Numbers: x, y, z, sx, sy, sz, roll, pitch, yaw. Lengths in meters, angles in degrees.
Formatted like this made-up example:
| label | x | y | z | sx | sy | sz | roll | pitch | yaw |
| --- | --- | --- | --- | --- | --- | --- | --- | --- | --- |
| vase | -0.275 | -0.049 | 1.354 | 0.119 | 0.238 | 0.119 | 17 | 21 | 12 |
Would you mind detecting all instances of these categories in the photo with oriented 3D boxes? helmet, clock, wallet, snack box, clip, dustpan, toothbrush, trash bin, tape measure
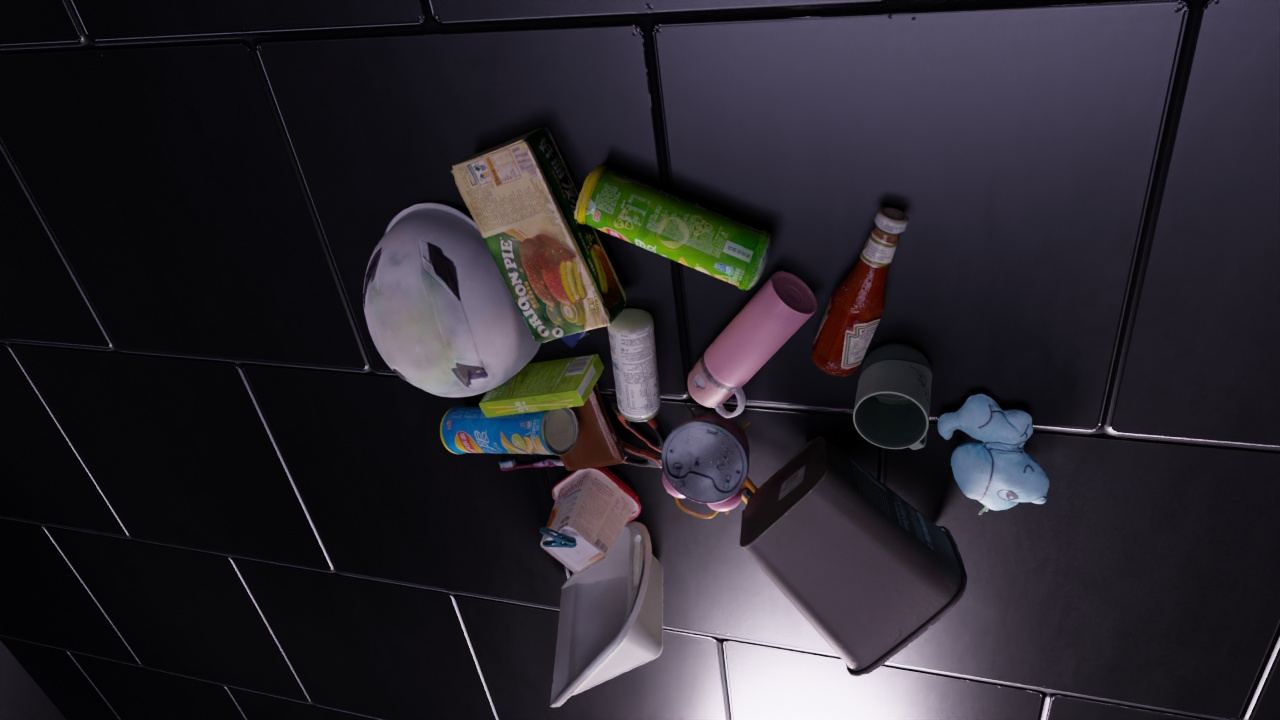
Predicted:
| label | x | y | z | sx | sy | sz | roll | pitch | yaw |
| --- | --- | --- | --- | --- | --- | --- | --- | --- | --- |
| helmet | -0.259 | -0.056 | 1.177 | 0.229 | 0.145 | 0.259 | -4 | 124 | 23 |
| clock | 0.087 | 0.143 | 1.230 | 0.117 | 0.059 | 0.159 | 16 | 111 | 12 |
| wallet | -0.081 | 0.095 | 1.288 | 0.101 | 0.032 | 0.124 | -13 | 109 | 32 |
| snack box | -0.118 | -0.145 | 1.092 | 0.115 | 0.063 | 0.240 | -13 | 114 | 29 |
| clip | -0.115 | 0.250 | 1.281 | 0.055 | 0.013 | 0.034 | 12 | 129 | 17 |
| dustpan | -0.061 | 0.362 | 1.384 | 0.258 | 0.222 | 0.142 | -24 | 127 | 21 |
| toothbrush | -0.134 | 0.149 | 1.374 | 0.188 | 0.016 | 0.017 | -9 | 112 | 27 |
| snack box | -0.134 | 0.034 | 1.238 | 0.157 | 0.085 | 0.026 | -8 | 123 | 25 |
| trash bin | 0.259 | 0.235 | 1.167 | 0.220 | 0.198 | 0.199 | 44 | 107 | -5 |
| tape measure | -0.092 | -0.051 | 1.195 | 0.058 | 0.025 | 0.055 | 43 | 127 | -9 |

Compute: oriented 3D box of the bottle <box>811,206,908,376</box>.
| label | x | y | z | sx | sy | sz | roll | pitch | yaw |
| --- | --- | --- | --- | --- | --- | --- | --- | --- | --- |
| bottle | 0.247 | -0.075 | 1.027 | 0.060 | 0.059 | 0.207 | 19 | 128 | 7 |

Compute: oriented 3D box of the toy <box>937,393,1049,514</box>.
| label | x | y | z | sx | sy | sz | roll | pitch | yaw |
| --- | --- | --- | --- | --- | --- | --- | --- | --- | --- |
| toy | 0.429 | 0.120 | 1.114 | 0.161 | 0.049 | 0.157 | 22 | 126 | 6 |

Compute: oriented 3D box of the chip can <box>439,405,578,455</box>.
| label | x | y | z | sx | sy | sz | roll | pitch | yaw |
| --- | --- | --- | --- | --- | --- | --- | --- | --- | --- |
| chip can | -0.187 | 0.098 | 1.287 | 0.211 | 0.071 | 0.071 | -3 | 126 | 39 |

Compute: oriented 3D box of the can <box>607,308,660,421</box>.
| label | x | y | z | sx | sy | sz | roll | pitch | yaw |
| --- | --- | --- | --- | --- | --- | --- | --- | --- | --- |
| can | -0.007 | 0.007 | 1.186 | 0.058 | 0.058 | 0.147 | 6 | 128 | 17 |

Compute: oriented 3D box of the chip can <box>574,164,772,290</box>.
| label | x | y | z | sx | sy | sz | roll | pitch | yaw |
| --- | --- | --- | --- | --- | --- | --- | --- | --- | --- |
| chip can | 0.039 | -0.149 | 1.039 | 0.221 | 0.072 | 0.073 | 23 | 131 | 4 |

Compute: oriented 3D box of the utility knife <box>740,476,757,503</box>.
| label | x | y | z | sx | sy | sz | roll | pitch | yaw |
| --- | --- | --- | --- | --- | --- | --- | --- | --- | --- |
| utility knife | 0.157 | 0.188 | 1.264 | 0.033 | 0.015 | 0.218 | -39 | 95 | 26 |

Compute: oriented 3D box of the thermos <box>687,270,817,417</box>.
| label | x | y | z | sx | sy | sz | roll | pitch | yaw |
| --- | --- | --- | --- | --- | --- | --- | --- | --- | --- |
| thermos | 0.133 | -0.011 | 1.106 | 0.087 | 0.067 | 0.199 | 56 | 132 | 21 |

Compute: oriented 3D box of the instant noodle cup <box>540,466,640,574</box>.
| label | x | y | z | sx | sy | sz | roll | pitch | yaw |
| --- | --- | --- | --- | --- | --- | --- | --- | --- | --- |
| instant noodle cup | -0.079 | 0.234 | 1.345 | 0.116 | 0.123 | 0.117 | 42 | 129 | -12 |

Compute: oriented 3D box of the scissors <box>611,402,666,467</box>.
| label | x | y | z | sx | sy | sz | roll | pitch | yaw |
| --- | --- | --- | --- | --- | --- | --- | --- | --- | --- |
| scissors | 0.035 | 0.129 | 1.292 | 0.198 | 0.015 | 0.213 | -12 | 120 | 28 |

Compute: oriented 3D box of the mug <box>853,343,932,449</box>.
| label | x | y | z | sx | sy | sz | roll | pitch | yaw |
| --- | --- | --- | --- | --- | --- | --- | --- | --- | --- |
| mug | 0.302 | 0.047 | 1.067 | 0.082 | 0.106 | 0.112 | -25 | 114 | 33 |
